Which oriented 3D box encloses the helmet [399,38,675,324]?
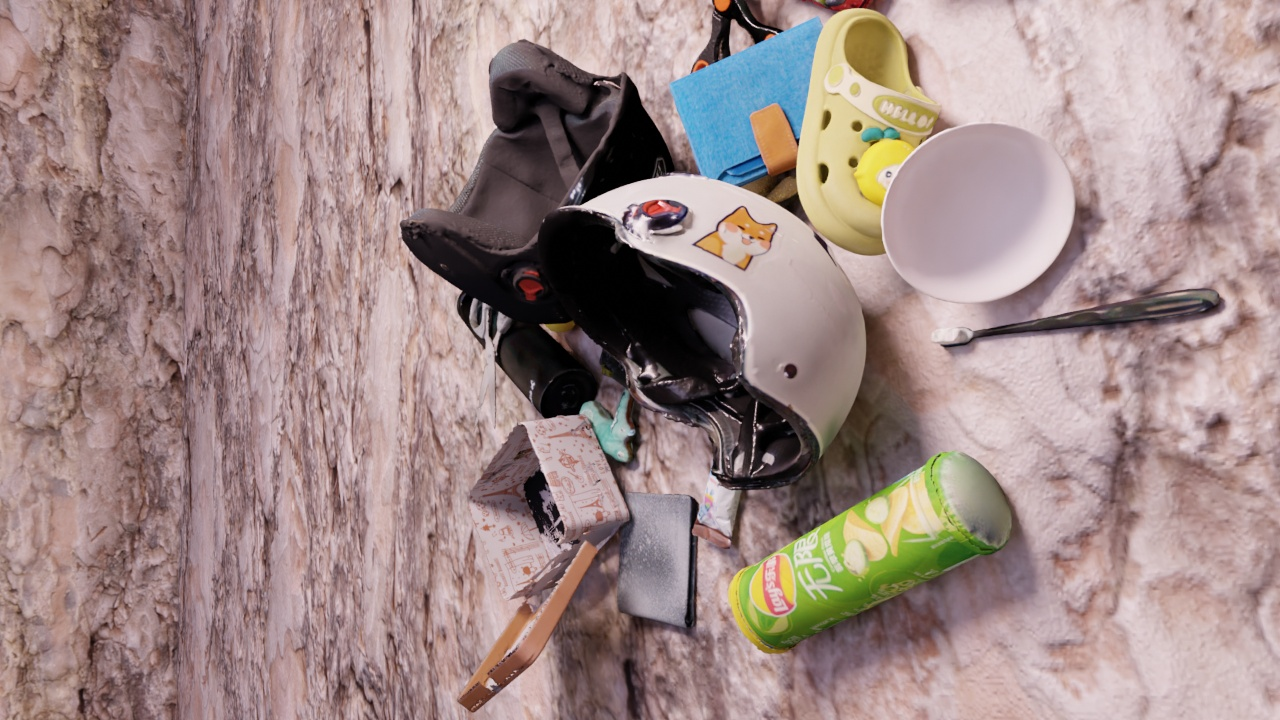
[{"bbox_3d":[-0.077,-0.150,0.863,0.275,0.230,0.233,-6,56,47],"label":"helmet"}]

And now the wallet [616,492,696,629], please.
[{"bbox_3d":[0.017,0.186,0.872,0.097,0.019,0.120,-5,80,49],"label":"wallet"}]

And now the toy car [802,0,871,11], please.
[{"bbox_3d":[0.148,-0.315,0.746,0.053,0.045,0.120,-63,38,22],"label":"toy car"}]

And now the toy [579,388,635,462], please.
[{"bbox_3d":[-0.033,0.068,0.937,0.092,0.030,0.096,25,105,45],"label":"toy"}]

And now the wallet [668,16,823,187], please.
[{"bbox_3d":[0.099,-0.201,0.734,0.133,0.040,0.106,-21,85,14],"label":"wallet"}]

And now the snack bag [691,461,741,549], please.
[{"bbox_3d":[0.073,0.111,0.802,0.045,0.026,0.105,19,102,40],"label":"snack bag"}]

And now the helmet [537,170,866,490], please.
[{"bbox_3d":[0.064,-0.044,0.703,0.274,0.156,0.230,43,159,25],"label":"helmet"}]

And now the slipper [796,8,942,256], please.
[{"bbox_3d":[0.167,-0.174,0.660,0.082,0.091,0.190,155,120,-69],"label":"slipper"}]

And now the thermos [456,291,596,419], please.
[{"bbox_3d":[-0.135,-0.008,1.054,0.242,0.068,0.090,42,150,47],"label":"thermos"}]

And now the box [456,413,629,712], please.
[{"bbox_3d":[-0.102,0.199,0.909,0.180,0.130,0.271,-51,29,45],"label":"box"}]

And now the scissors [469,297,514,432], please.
[{"bbox_3d":[-0.166,-0.011,1.017,0.166,0.014,0.163,44,108,44],"label":"scissors"}]

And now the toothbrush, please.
[{"bbox_3d":[0.268,-0.026,0.586,0.181,0.018,0.015,-10,75,49],"label":"toothbrush"}]

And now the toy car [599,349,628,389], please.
[{"bbox_3d":[-0.005,0.005,0.905,0.090,0.035,0.042,35,114,47],"label":"toy car"}]

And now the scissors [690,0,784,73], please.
[{"bbox_3d":[0.085,-0.289,0.791,0.225,0.021,0.221,43,136,28],"label":"scissors"}]

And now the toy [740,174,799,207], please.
[{"bbox_3d":[0.088,-0.161,0.784,0.105,0.066,0.157,9,101,39],"label":"toy"}]

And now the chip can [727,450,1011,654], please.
[{"bbox_3d":[0.158,0.141,0.656,0.222,0.072,0.072,-42,55,40],"label":"chip can"}]

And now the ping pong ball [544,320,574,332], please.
[{"bbox_3d":[-0.089,-0.051,1.011,0.040,0.040,0.040,-9,79,50],"label":"ping pong ball"}]

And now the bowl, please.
[{"bbox_3d":[0.216,-0.103,0.609,0.064,0.118,0.118,-75,11,-66],"label":"bowl"}]
